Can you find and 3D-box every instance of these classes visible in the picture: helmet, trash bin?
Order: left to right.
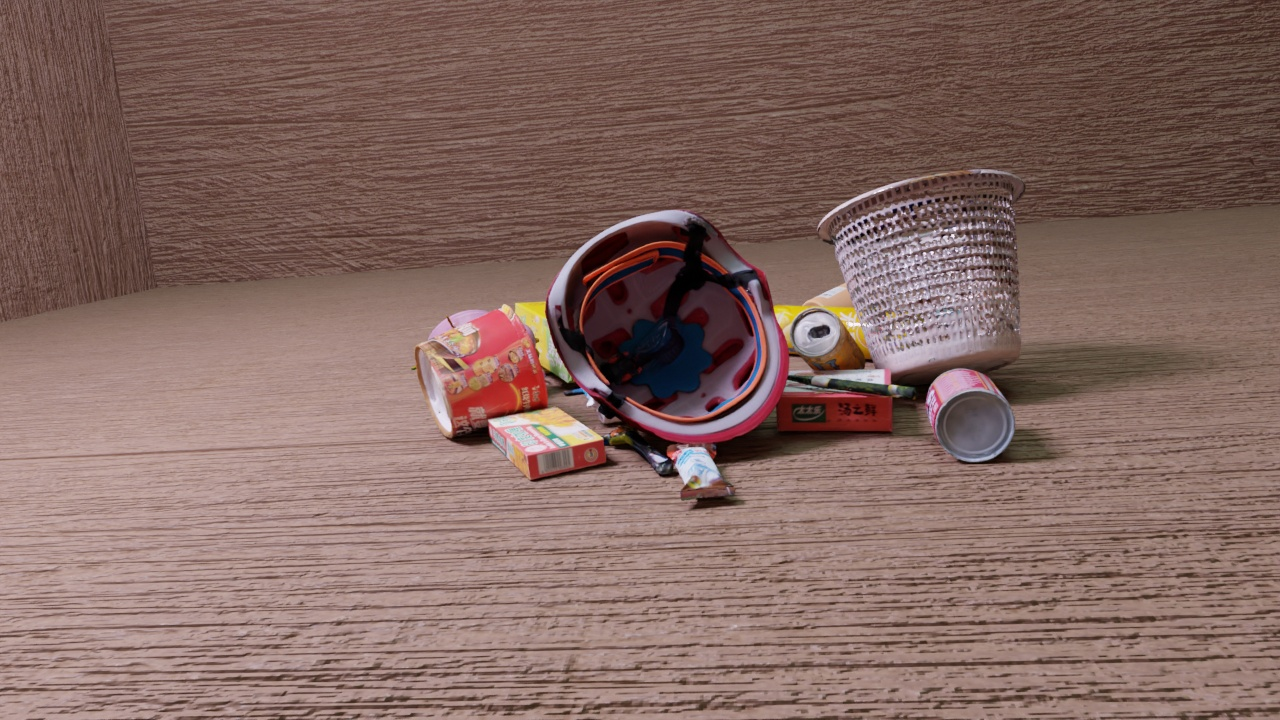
[{"bbox_3d":[0.028,-0.018,0.918,0.206,0.240,0.144,-38,-7,-11],"label":"helmet"},{"bbox_3d":[0.324,-0.079,1.016,0.227,0.192,0.227,-8,-11,-2],"label":"trash bin"}]

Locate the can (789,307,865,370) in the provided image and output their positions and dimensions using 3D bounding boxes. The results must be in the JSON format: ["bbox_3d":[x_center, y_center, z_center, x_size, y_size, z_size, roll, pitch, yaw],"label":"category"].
[{"bbox_3d":[0.210,-0.013,1.022,0.058,0.058,0.146,1,-14,24],"label":"can"}]

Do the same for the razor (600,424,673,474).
[{"bbox_3d":[-0.003,0.082,0.880,0.042,0.022,0.143,-11,13,-20],"label":"razor"}]

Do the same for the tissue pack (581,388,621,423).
[{"bbox_3d":[0.005,0.029,1.030,0.140,0.063,0.090,-7,15,-7],"label":"tissue pack"}]

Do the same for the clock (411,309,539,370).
[{"bbox_3d":[-0.194,-0.004,1.144,0.158,0.117,0.059,14,33,-43],"label":"clock"}]

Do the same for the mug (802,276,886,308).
[{"bbox_3d":[0.307,-0.079,1.406,0.122,0.078,0.078,-18,18,-35],"label":"mug"}]

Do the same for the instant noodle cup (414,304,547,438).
[{"bbox_3d":[-0.179,0.020,1.011,0.108,0.138,0.138,-21,17,-23],"label":"instant noodle cup"}]

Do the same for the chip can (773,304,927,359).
[{"bbox_3d":[0.271,-0.037,1.225,0.214,0.072,0.071,4,15,41],"label":"chip can"}]

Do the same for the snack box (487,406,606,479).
[{"bbox_3d":[-0.097,0.080,0.917,0.077,0.027,0.156,-11,13,-21],"label":"snack box"}]

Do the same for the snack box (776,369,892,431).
[{"bbox_3d":[0.198,0.042,0.933,0.113,0.044,0.127,-1,11,16],"label":"snack box"}]

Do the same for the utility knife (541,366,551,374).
[{"bbox_3d":[-0.094,0.003,1.304,0.212,0.022,0.031,-18,20,-25],"label":"utility knife"}]

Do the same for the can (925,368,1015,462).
[{"bbox_3d":[0.293,0.046,0.822,0.066,0.066,0.093,-2,12,12],"label":"can"}]

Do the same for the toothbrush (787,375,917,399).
[{"bbox_3d":[0.179,0.023,0.887,0.186,0.012,0.017,7,21,43],"label":"toothbrush"}]

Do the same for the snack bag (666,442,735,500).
[{"bbox_3d":[0.050,0.094,0.785,0.048,0.026,0.104,-4,13,-2],"label":"snack bag"}]

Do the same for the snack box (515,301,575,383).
[{"bbox_3d":[-0.068,-0.033,1.268,0.157,0.070,0.210,-5,16,-26],"label":"snack box"}]

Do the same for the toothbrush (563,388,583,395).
[{"bbox_3d":[-0.007,0.024,1.176,0.189,0.016,0.014,-9,8,-15],"label":"toothbrush"}]

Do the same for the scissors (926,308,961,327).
[{"bbox_3d":[0.427,-0.060,1.398,0.179,0.019,0.170,-4,13,-1],"label":"scissors"}]

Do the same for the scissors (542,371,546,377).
[{"bbox_3d":[-0.162,0.007,1.265,0.135,0.017,0.133,-1,17,-2],"label":"scissors"}]
